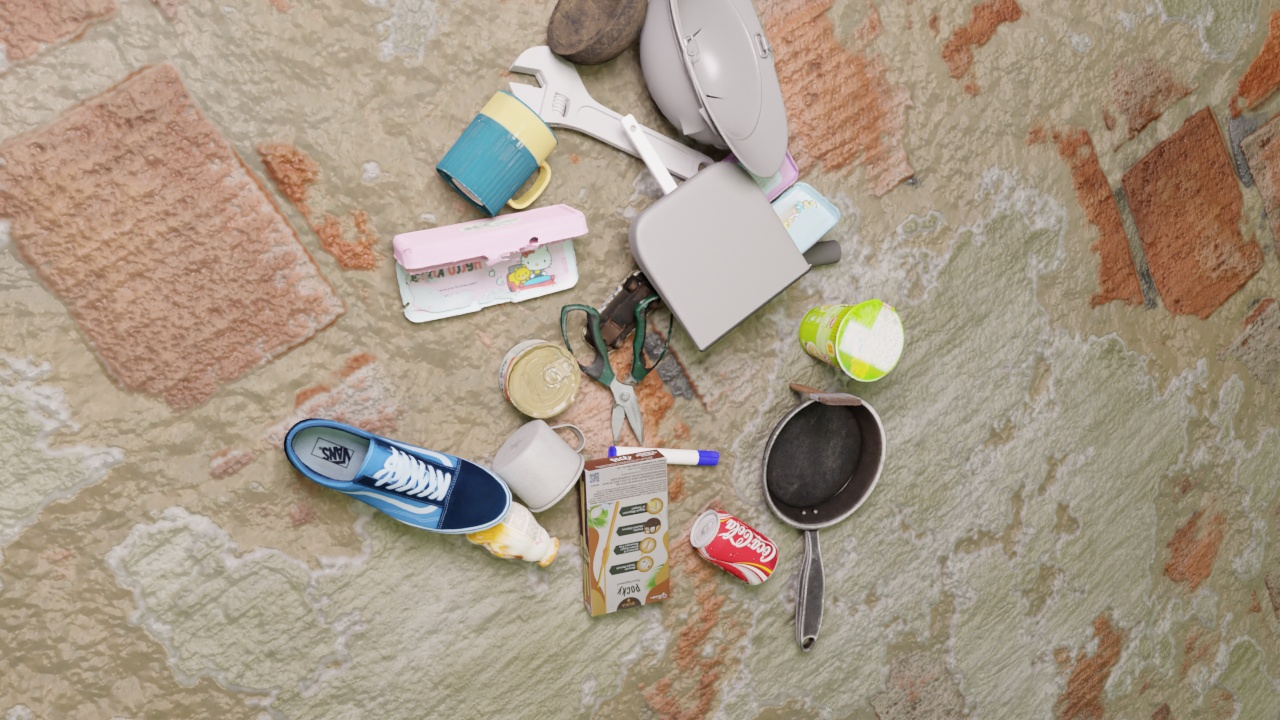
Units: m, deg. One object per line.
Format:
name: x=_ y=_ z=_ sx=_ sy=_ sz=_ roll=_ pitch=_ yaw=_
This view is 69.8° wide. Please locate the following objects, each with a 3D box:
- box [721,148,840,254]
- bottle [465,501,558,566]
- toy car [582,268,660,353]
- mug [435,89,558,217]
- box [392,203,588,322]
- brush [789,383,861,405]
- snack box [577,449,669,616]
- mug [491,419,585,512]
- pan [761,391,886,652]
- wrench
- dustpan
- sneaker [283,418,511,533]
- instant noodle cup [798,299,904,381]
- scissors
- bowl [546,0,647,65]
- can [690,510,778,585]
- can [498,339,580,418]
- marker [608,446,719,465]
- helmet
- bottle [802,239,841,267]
box: x=0.115 y=-0.154 z=1.063 sx=0.214 sy=0.049 sz=0.150 roll=-40 pitch=91 yaw=-13
bottle: x=-0.144 y=0.194 z=1.037 sx=0.109 sy=0.063 sz=0.063 roll=35 pitch=84 yaw=-23
toy car: x=-0.021 y=-0.058 z=1.066 sx=0.048 sy=0.040 sz=0.113 roll=38 pitch=101 yaw=-24
mug: x=-0.143 y=-0.207 z=0.971 sx=0.107 sy=0.083 sz=0.113 roll=-53 pitch=141 yaw=-7
box: x=-0.156 y=-0.098 z=0.982 sx=0.201 sy=0.087 sz=0.103 roll=-15 pitch=116 yaw=-21
brush: x=0.216 y=0.039 z=1.121 sx=0.045 sy=0.143 sz=0.008 roll=1 pitch=96 yaw=-15
snack box: x=-0.019 y=0.206 z=1.097 sx=0.101 sy=0.032 sz=0.186 roll=-8 pitch=107 yaw=-20
mug: x=-0.109 y=0.107 z=1.035 sx=0.070 sy=0.085 sz=0.112 roll=46 pitch=50 yaw=-20
pan: x=0.229 y=0.211 z=1.204 sx=0.187 sy=0.055 sz=0.357 roll=-1 pitch=106 yaw=-23
wrench: x=-0.023 y=-0.269 z=1.037 sx=0.273 sy=0.018 sz=0.086 roll=18 pitch=78 yaw=-28
dustpan: x=0.057 y=-0.161 z=1.017 sx=0.163 sy=0.033 sz=0.257 roll=-37 pitch=102 yaw=-13
sneaker: x=-0.246 y=0.122 z=0.935 sx=0.241 sy=0.098 sz=0.083 roll=21 pitch=81 yaw=-12
instant noodle cup: x=0.256 y=-0.030 z=1.146 sx=0.098 sy=0.108 sz=0.099 roll=-3 pitch=99 yaw=-22
scissors: x=-0.002 y=0.008 z=1.069 sx=0.146 sy=0.015 sz=0.210 roll=-22 pitch=117 yaw=-4
bowl: x=-0.036 y=-0.360 z=0.972 sx=0.056 sy=0.121 sz=0.121 roll=30 pitch=86 yaw=-43
can: x=0.118 y=0.234 z=1.154 sx=0.104 sy=0.064 sz=0.064 roll=34 pitch=84 yaw=-24
can: x=-0.114 y=0.020 z=1.033 sx=0.086 sy=0.043 sz=0.086 roll=-4 pitch=100 yaw=-22
marker: x=0.030 y=0.117 z=1.122 sx=0.141 sy=0.020 sz=0.020 roll=5 pitch=96 yaw=-24
helmet: x=0.058 y=-0.318 z=1.017 sx=0.182 sy=0.118 sz=0.271 roll=-27 pitch=101 yaw=-50
bottle: x=0.196 y=-0.129 z=1.148 sx=0.112 sy=0.030 sz=0.030 roll=-11 pitch=102 yaw=-21
